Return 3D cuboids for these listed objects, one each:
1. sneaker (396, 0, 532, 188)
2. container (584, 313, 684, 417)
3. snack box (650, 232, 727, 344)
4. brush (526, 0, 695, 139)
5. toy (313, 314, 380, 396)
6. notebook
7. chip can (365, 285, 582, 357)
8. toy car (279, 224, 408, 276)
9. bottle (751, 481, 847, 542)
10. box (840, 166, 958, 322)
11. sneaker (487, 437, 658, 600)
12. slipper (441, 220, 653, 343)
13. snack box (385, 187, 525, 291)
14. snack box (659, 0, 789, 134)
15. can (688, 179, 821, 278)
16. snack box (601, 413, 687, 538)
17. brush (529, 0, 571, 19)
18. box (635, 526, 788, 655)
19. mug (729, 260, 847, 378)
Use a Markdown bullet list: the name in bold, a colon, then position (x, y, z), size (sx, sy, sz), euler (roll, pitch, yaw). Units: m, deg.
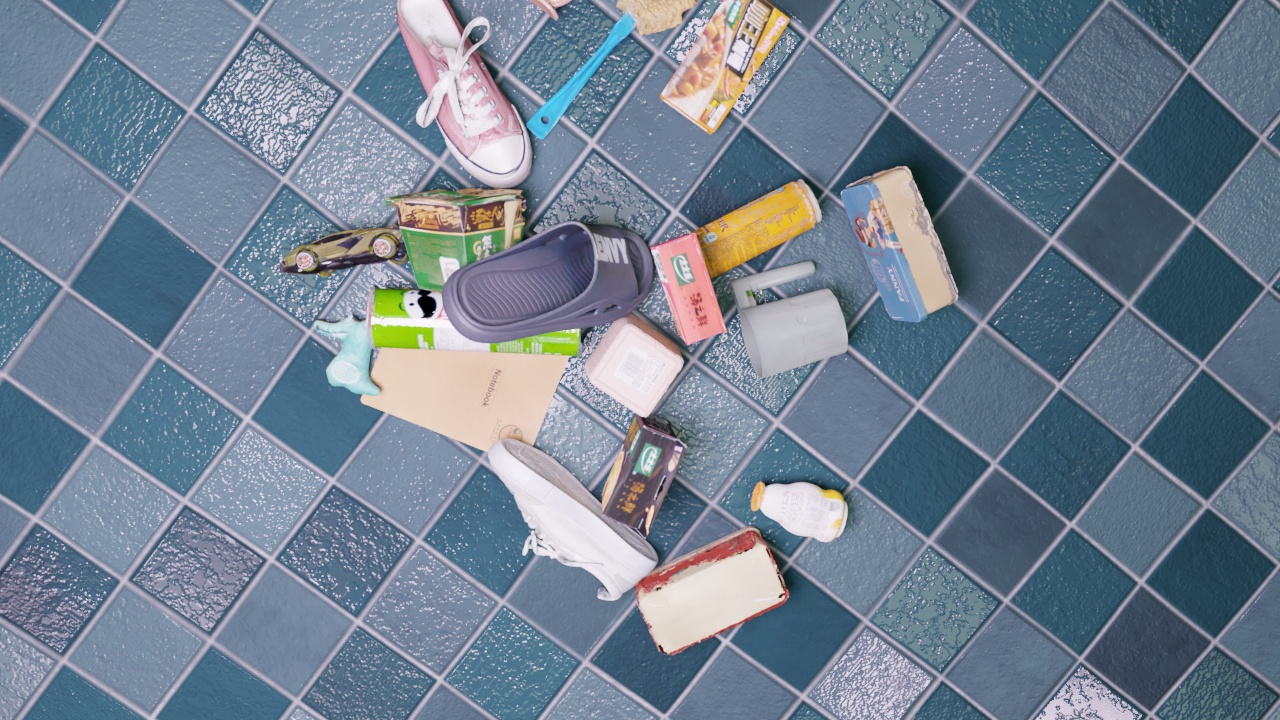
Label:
- **sneaker**: position (-0.197, -0.301, 1.001), size (0.118, 0.088, 0.241), euler (-27, 96, 0)
- **container**: position (-0.006, 0.006, 1.034), size (0.090, 0.111, 0.090), euler (34, 94, -6)
- **snack box**: position (0.051, -0.080, 1.019), size (0.044, 0.127, 0.113), euler (-19, 96, -1)
- **brush**: position (-0.035, -0.351, 1.031), size (0.083, 0.046, 0.255), euler (42, 97, -11)
- **toy**: position (-0.336, -0.012, 1.059), size (0.096, 0.030, 0.092), euler (16, 91, 3)
- **notebook**: position (-0.205, 0.020, 1.078), size (0.207, 0.008, 0.148), euler (22, 95, -5)
- **chip can**: position (-0.183, -0.042, 1.032), size (0.236, 0.072, 0.072), euler (3, 96, -4)
- **toy car**: position (-0.324, -0.122, 1.024), size (0.158, 0.070, 0.042), euler (-12, 89, -2)
- **bottle**: position (0.187, 0.174, 1.087), size (0.108, 0.063, 0.063), euler (16, 95, -5)
- **box**: position (0.296, -0.126, 1.045), size (0.059, 0.090, 0.184), euler (-23, 96, -7)
- **sneaker**: position (-0.095, 0.190, 1.069), size (0.242, 0.089, 0.091), euler (42, 97, -13)
- **slipper**: position (-0.077, -0.090, 0.969), size (0.267, 0.084, 0.110), euler (-20, 80, -38)
- **snack box**: position (-0.193, -0.129, 0.999), size (0.118, 0.117, 0.106), euler (9, 109, 34)
- **snack box**: position (0.095, -0.342, 1.041), size (0.075, 0.026, 0.154), euler (34, 94, -7)
- **can**: position (0.130, -0.150, 1.049), size (0.146, 0.058, 0.058), euler (-27, 97, 0)
- **snack box**: position (0.001, 0.125, 1.041), size (0.053, 0.125, 0.113), euler (23, 95, -5)
- **brush**: position (-0.135, -0.437, 1.001), size (0.145, 0.063, 0.073), euler (33, 90, -8)
- **box**: position (0.083, 0.273, 1.086), size (0.168, 0.080, 0.091), euler (-25, 98, 0)
- **mug**: position (0.170, -0.051, 1.059), size (0.103, 0.084, 0.124), euler (-15, 72, -2)
